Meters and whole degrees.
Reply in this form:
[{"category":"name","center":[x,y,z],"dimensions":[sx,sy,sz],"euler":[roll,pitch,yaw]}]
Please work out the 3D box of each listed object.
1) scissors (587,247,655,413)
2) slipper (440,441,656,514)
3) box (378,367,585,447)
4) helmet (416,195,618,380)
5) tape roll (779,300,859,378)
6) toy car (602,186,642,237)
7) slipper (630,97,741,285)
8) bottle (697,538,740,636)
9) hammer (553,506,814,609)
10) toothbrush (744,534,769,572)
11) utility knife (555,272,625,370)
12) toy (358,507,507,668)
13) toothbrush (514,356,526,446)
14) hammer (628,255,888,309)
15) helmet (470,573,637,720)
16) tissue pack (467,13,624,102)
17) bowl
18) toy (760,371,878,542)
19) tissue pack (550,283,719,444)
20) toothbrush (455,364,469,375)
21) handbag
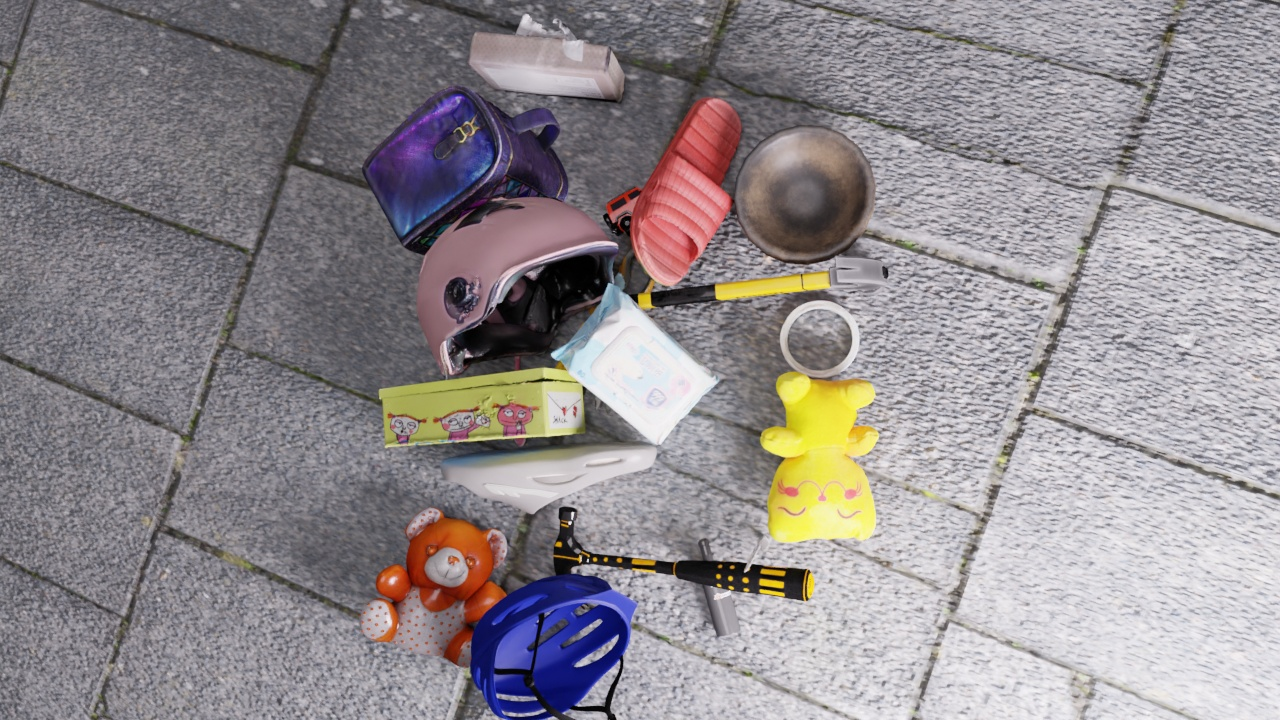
[{"category":"scissors","center":[-0.026,-0.046,1.147],"dimensions":[0.134,0.016,0.228],"euler":[-5,85,12]},{"category":"slipper","center":[-0.110,0.147,1.110],"dimensions":[0.266,0.113,0.080],"euler":[-6,95,6]},{"category":"box","center":[-0.189,0.058,1.106],"dimensions":[0.221,0.124,0.082],"euler":[-4,86,21]},{"category":"helmet","center":[-0.147,-0.100,1.055],"dimensions":[0.256,0.229,0.152],"euler":[-42,73,44]},{"category":"tape roll","center":[0.214,-0.025,1.097],"dimensions":[0.093,0.013,0.093],"euler":[-1,85,12]},{"category":"toy car","center":[0.003,-0.191,1.135],"dimensions":[0.100,0.051,0.049],"euler":[-30,82,8]},{"category":"slipper","center":[0.065,-0.206,1.081],"dimensions":[0.103,0.059,0.248],"euler":[30,73,-29]},{"category":"bottle","center":[0.089,0.267,1.089],"dimensions":[0.030,0.030,0.113],"euler":[-17,82,10]},{"category":"hammer","center":[0.043,0.247,1.073],"dimensions":[0.321,0.036,0.123],"euler":[3,97,22]},{"category":"toothbrush","center":[0.129,0.214,1.008],"dimensions":[0.010,0.181,0.010],"euler":[-40,82,10]},{"category":"utility knife","center":[-0.080,-0.014,1.146],"dimensions":[0.030,0.019,0.219],"euler":[34,96,11]},{"category":"toy","center":[-0.243,0.277,1.123],"dimensions":[0.163,0.093,0.172],"euler":[20,85,-9]},{"category":"toothbrush","center":[-0.157,0.042,1.166],"dimensions":[0.022,0.016,0.135],"euler":[-6,84,19]},{"category":"hammer","center":[0.119,-0.083,1.061],"dimensions":[0.325,0.169,0.034],"euler":[-5,88,20]},{"category":"helmet","center":[-0.097,0.352,1.024],"dimensions":[0.242,0.227,0.147],"euler":[-43,122,16]},{"category":"tissue pack","center":[-0.115,-0.377,1.150],"dimensions":[0.181,0.104,0.071],"euler":[13,85,13]},{"category":"bowl","center":[0.194,-0.190,1.086],"dimensions":[0.162,0.070,0.162],"euler":[-1,85,11]},{"category":"toy","center":[0.199,0.110,1.053],"dimensions":[0.134,0.087,0.194],"euler":[-1,88,-6]},{"category":"tissue pack","center":[-0.006,0.006,1.074],"dimensions":[0.112,0.070,0.182],"euler":[-46,116,5]},{"category":"toothbrush","center":[-0.178,-0.048,1.179],"dimensions":[0.015,0.015,0.184],"euler":[44,96,5]},{"category":"handbag","center":[-0.193,-0.228,1.105],"dimensions":[0.222,0.204,0.125],"euler":[-33,80,13]}]
